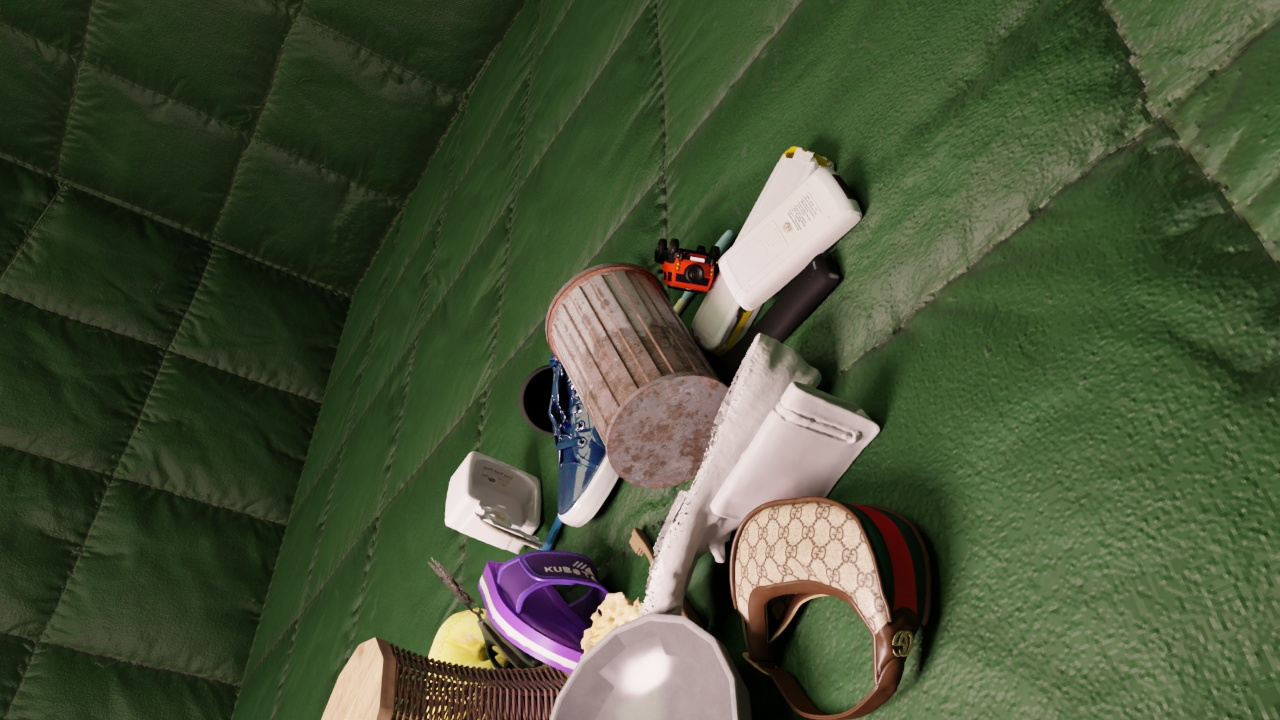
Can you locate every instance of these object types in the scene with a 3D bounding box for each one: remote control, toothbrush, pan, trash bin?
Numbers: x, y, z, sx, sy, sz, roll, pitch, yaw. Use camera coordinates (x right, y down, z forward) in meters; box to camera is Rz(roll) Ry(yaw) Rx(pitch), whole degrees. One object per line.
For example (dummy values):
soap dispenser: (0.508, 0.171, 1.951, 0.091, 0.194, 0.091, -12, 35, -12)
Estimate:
remote control: (0.118, -0.034, 0.809, 0.152, 0.020, 0.041, -49, 28, 34)
remote control: (0.128, -0.106, 0.805, 0.139, 0.025, 0.060, -42, 55, 27)
toothbrush: (0.054, -0.079, 0.982, 0.016, 0.022, 0.155, 47, 119, 18)
pan: (0.064, 0.272, 0.569, 0.358, 0.041, 0.178, 3, 61, 50)
toothbrush: (-0.098, 0.201, 1.056, 0.166, 0.014, 0.016, -65, 23, -5)
trash bin: (-0.005, 0.005, 0.864, 0.131, 0.130, 0.211, -57, 35, 20)
toothbrush: (0.019, 0.194, 0.817, 0.016, 0.016, 0.167, -63, 24, 8)

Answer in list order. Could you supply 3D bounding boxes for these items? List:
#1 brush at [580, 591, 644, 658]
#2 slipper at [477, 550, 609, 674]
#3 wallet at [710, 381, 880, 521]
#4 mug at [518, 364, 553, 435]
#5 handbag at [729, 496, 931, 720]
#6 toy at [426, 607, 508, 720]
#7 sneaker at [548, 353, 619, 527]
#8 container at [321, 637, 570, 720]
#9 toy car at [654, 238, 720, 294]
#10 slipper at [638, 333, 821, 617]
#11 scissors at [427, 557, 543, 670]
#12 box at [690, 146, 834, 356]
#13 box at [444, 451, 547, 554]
brush: (-0.005, 0.312, 0.708, 0.083, 0.056, 0.270, -37, 37, 34)
slipper: (-0.090, 0.226, 0.915, 0.084, 0.107, 0.267, -68, 20, -6)
wallet: (0.108, 0.071, 0.662, 0.116, 0.086, 0.032, -54, 32, 18)
mug: (-0.094, 0.037, 1.124, 0.118, 0.085, 0.100, -38, 6, -9)
handbag: (0.115, 0.163, 0.605, 0.167, 0.063, 0.138, -20, 61, 57)
toy: (-0.209, 0.375, 1.070, 0.155, 0.064, 0.170, -8, 68, 48)
sneaker: (-0.070, 0.031, 1.011, 0.121, 0.127, 0.294, -29, 46, 56)
container: (-0.184, 0.375, 0.852, 0.228, 0.196, 0.226, -45, 32, 39)
toy car: (0.044, -0.094, 0.917, 0.100, 0.051, 0.049, -142, 61, -78)
slipper: (0.066, 0.102, 0.724, 0.246, 0.074, 0.112, -62, -17, -3)
scissors: (-0.175, 0.284, 0.992, 0.012, 0.170, 0.132, -40, -35, -56)
box: (0.112, -0.102, 0.868, 0.210, 0.033, 0.064, -63, 27, 11)
box: (-0.170, 0.186, 1.089, 0.083, 0.110, 0.190, -61, 22, 11)
